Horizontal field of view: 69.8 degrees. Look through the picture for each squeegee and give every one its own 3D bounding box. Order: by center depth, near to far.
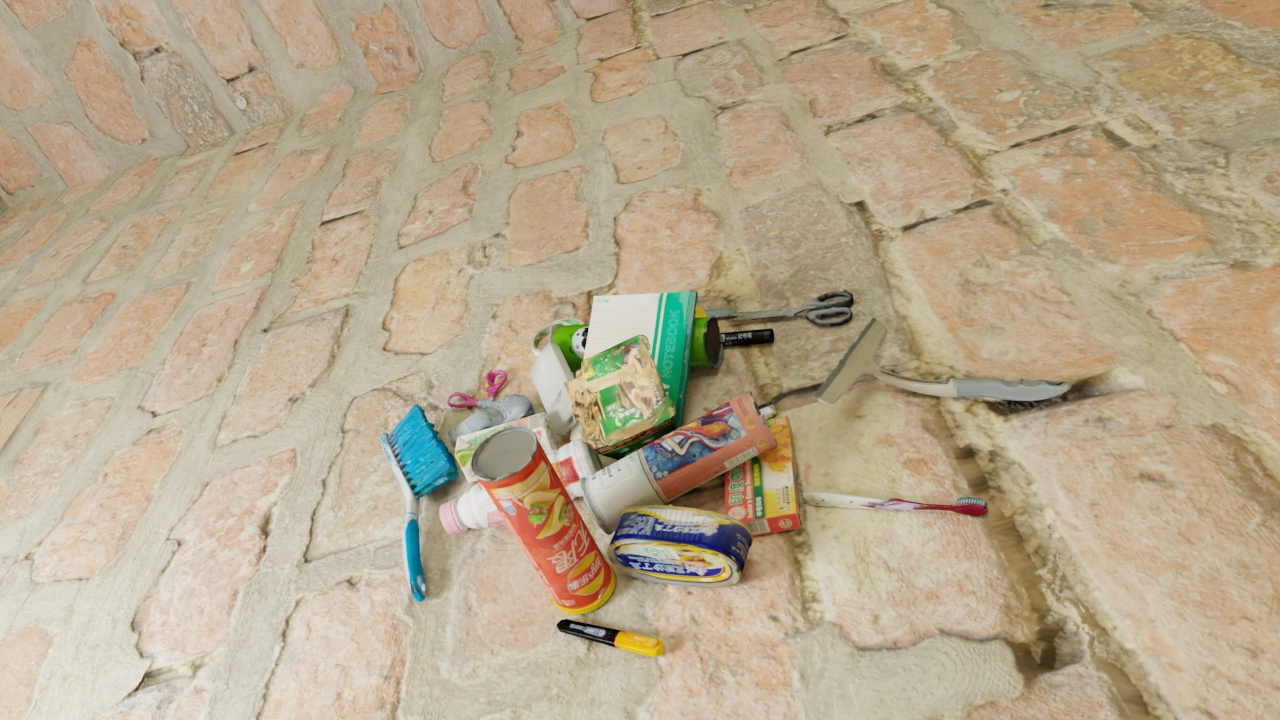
[{"bbox_3d":[0.352,0.024,1.041,0.247,0.039,0.245,9,26,26],"label":"squeegee"}]

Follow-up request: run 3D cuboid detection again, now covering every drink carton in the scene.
[{"bbox_3d":[-0.171,0.110,1.173,0.122,0.053,0.045,-16,34,6],"label":"drink carton"}]

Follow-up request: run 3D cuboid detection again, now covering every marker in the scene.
[{"bbox_3d":[-0.032,0.275,0.916,0.124,0.015,0.018,3,37,32],"label":"marker"},{"bbox_3d":[0.117,-0.029,1.246,0.132,0.020,0.022,-4,9,24],"label":"marker"}]

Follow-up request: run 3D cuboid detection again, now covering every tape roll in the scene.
[{"bbox_3d":[-0.122,-0.033,1.375,0.086,0.014,0.085,-14,36,10],"label":"tape roll"}]

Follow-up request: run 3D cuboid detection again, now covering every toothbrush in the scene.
[{"bbox_3d":[0.258,0.144,0.945,0.188,0.016,0.017,0,32,26],"label":"toothbrush"},{"bbox_3d":[0.079,0.090,1.108,0.181,0.016,0.018,-21,44,-2],"label":"toothbrush"}]

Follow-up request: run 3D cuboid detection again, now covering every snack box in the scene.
[{"bbox_3d":[0.134,0.127,1.020,0.077,0.027,0.155,-13,35,14],"label":"snack box"},{"bbox_3d":[-0.011,0.056,1.095,0.117,0.105,0.118,-24,61,9],"label":"snack box"}]

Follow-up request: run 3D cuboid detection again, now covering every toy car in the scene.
[{"bbox_3d":[-0.200,0.084,1.235,0.120,0.037,0.054,-30,43,-18],"label":"toy car"}]

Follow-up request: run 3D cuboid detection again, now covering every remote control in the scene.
[{"bbox_3d":[-0.110,0.035,1.212,0.056,0.019,0.135,-54,39,21],"label":"remote control"}]

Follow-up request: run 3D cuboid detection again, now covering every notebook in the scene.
[{"bbox_3d":[-0.007,0.007,1.187,0.151,0.012,0.208,-2,66,23],"label":"notebook"}]

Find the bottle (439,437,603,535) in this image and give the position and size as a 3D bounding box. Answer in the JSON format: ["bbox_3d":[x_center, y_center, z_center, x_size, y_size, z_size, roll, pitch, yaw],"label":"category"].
[{"bbox_3d":[-0.142,0.156,1.091,0.197,0.068,0.068,-22,35,5],"label":"bottle"}]

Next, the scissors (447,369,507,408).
[{"bbox_3d":[-0.226,0.061,1.302,0.124,0.017,0.133,-12,39,6],"label":"scissors"}]

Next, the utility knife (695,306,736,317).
[{"bbox_3d":[0.046,-0.061,1.326,0.197,0.015,0.033,-4,46,19],"label":"utility knife"}]

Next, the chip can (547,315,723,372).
[{"bbox_3d":[-0.008,-0.019,1.251,0.236,0.072,0.072,-2,39,24],"label":"chip can"}]

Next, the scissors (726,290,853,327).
[{"bbox_3d":[0.202,-0.061,1.245,0.173,0.014,0.140,-24,37,-9],"label":"scissors"}]

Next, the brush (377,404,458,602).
[{"bbox_3d":[-0.275,0.169,1.153,0.109,0.060,0.314,-33,39,-9],"label":"brush"}]

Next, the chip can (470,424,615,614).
[{"bbox_3d":[-0.095,0.164,0.921,0.073,0.217,0.073,-16,37,12],"label":"chip can"}]

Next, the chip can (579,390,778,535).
[{"bbox_3d":[0.043,0.113,1.015,0.215,0.071,0.071,-28,35,6],"label":"chip can"}]

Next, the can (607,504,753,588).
[{"bbox_3d":[0.039,0.191,0.942,0.148,0.075,0.049,0,43,26],"label":"can"}]
